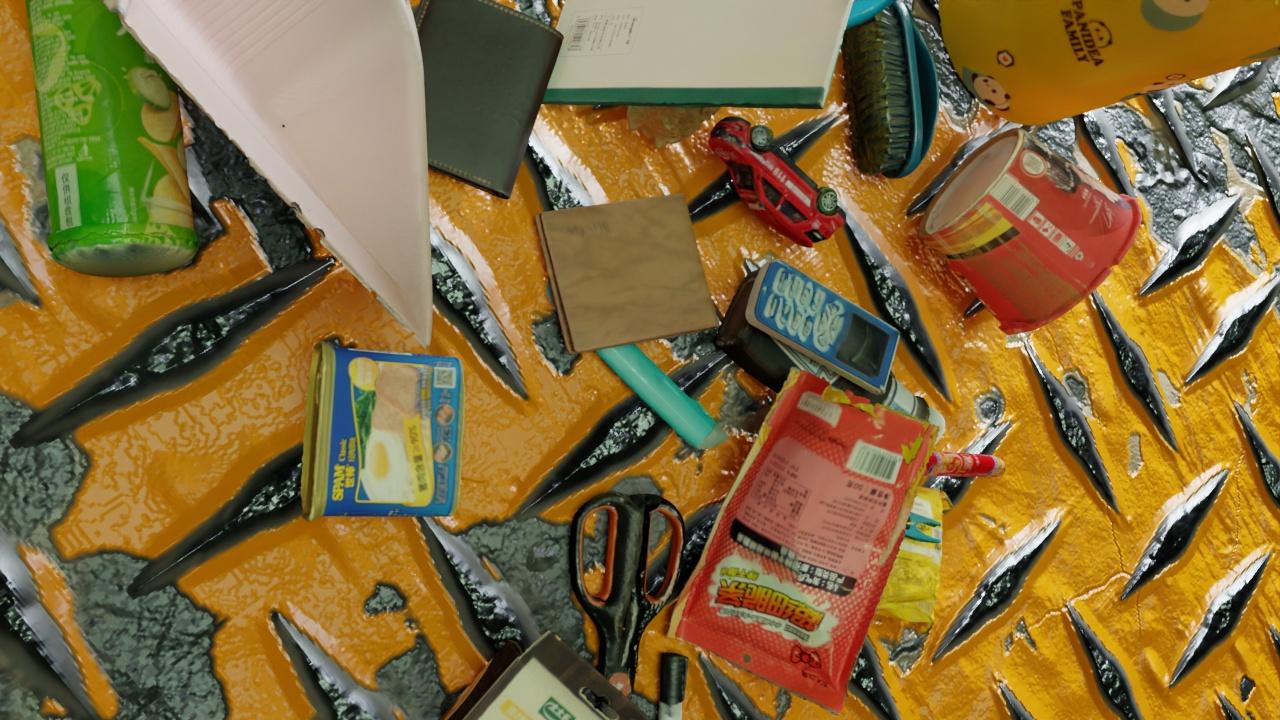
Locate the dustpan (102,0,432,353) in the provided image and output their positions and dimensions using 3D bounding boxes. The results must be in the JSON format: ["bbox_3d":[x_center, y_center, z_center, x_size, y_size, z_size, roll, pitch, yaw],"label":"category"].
[{"bbox_3d":[-0.157,-0.178,0.453,0.138,0.223,0.273,-38,59,-6],"label":"dustpan"}]

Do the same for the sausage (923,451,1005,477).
[{"bbox_3d":[0.244,0.082,0.722,0.155,0.020,0.020,6,82,-37],"label":"sausage"}]

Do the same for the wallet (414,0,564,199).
[{"bbox_3d":[-0.112,-0.178,0.598,0.096,0.020,0.122,20,78,-13],"label":"wallet"}]

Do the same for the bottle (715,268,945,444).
[{"bbox_3d":[0.149,0.008,0.689,0.195,0.044,0.079,32,73,-19],"label":"bottle"}]

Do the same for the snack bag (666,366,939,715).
[{"bbox_3d":[0.113,0.118,0.622,0.128,0.073,0.208,22,90,11],"label":"snack bag"}]

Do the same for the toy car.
[{"bbox_3d":[0.097,-0.129,0.671,0.120,0.053,0.045,40,87,-20],"label":"toy car"}]

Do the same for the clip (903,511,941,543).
[{"bbox_3d":[0.198,0.121,0.671,0.057,0.014,0.046,17,71,-24],"label":"clip"}]

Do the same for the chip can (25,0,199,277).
[{"bbox_3d":[-0.285,-0.156,0.490,0.072,0.073,0.221,-6,88,-25],"label":"chip can"}]

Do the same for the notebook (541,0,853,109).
[{"bbox_3d":[0.035,-0.229,0.588,0.012,0.209,0.150,35,69,-57],"label":"notebook"}]

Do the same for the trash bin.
[{"bbox_3d":[0.390,-0.309,0.708,0.229,0.256,0.229,3,84,-25],"label":"trash bin"}]

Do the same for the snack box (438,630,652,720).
[{"bbox_3d":[-0.062,0.241,0.556,0.113,0.053,0.125,45,76,-10],"label":"snack box"}]

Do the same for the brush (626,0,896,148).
[{"bbox_3d":[0.101,-0.224,0.651,0.254,0.083,0.046,-30,80,-15],"label":"brush"}]

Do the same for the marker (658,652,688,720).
[{"bbox_3d":[0.021,0.265,0.621,0.022,0.018,0.130,6,82,-33],"label":"marker"}]

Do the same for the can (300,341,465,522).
[{"bbox_3d":[-0.152,0.044,0.542,0.083,0.057,0.102,5,83,-27],"label":"can"}]

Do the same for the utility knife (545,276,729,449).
[{"bbox_3d":[-0.004,0.004,0.637,0.171,0.013,0.029,45,67,-11],"label":"utility knife"}]

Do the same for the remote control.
[{"bbox_3d":[0.129,-0.023,0.643,0.125,0.024,0.049,27,73,-20],"label":"remote control"}]

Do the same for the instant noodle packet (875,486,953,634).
[{"bbox_3d":[0.177,0.139,0.689,0.128,0.044,0.110,19,76,-24],"label":"instant noodle packet"}]

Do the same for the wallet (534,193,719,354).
[{"bbox_3d":[-0.008,-0.061,0.631,0.115,0.020,0.101,-12,83,-26],"label":"wallet"}]

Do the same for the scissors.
[{"bbox_3d":[0.000,0.204,0.614,0.124,0.022,0.235,-12,90,-25],"label":"scissors"}]

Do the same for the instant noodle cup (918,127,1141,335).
[{"bbox_3d":[0.297,-0.108,0.721,0.108,0.138,0.137,38,71,-8],"label":"instant noodle cup"}]

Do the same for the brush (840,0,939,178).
[{"bbox_3d":[0.201,-0.215,0.725,0.073,0.055,0.144,-5,87,-24],"label":"brush"}]
